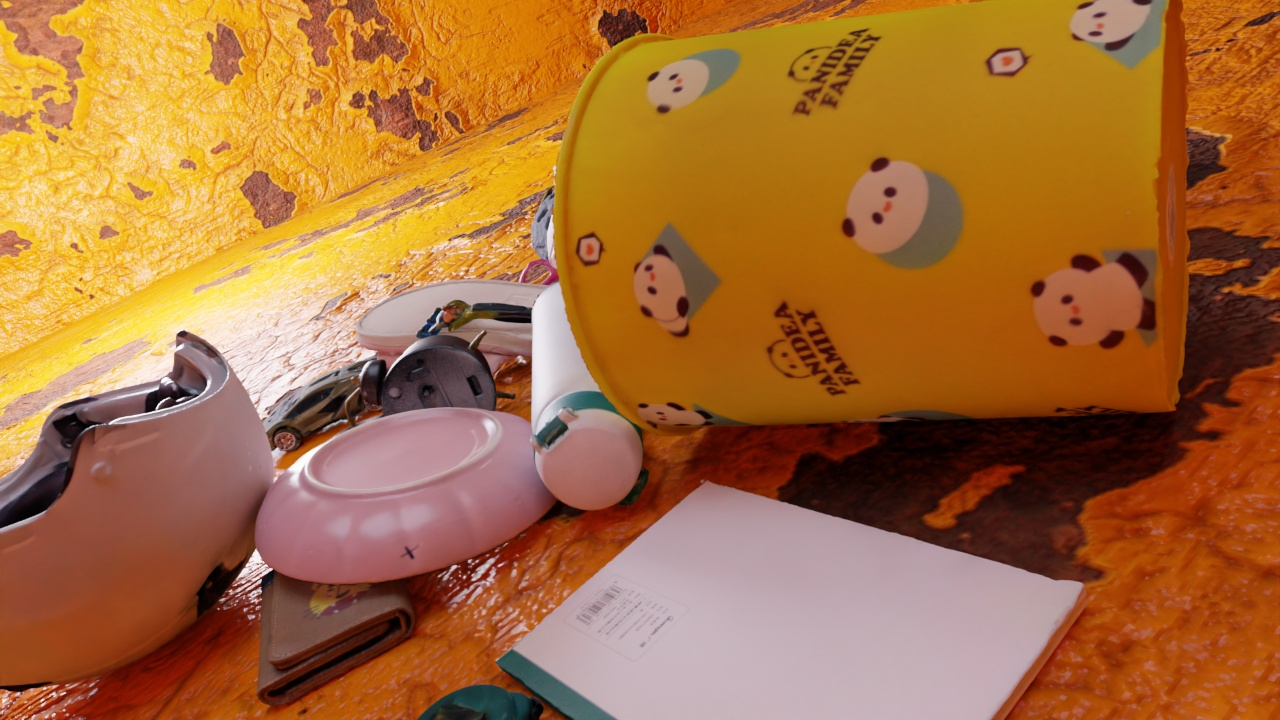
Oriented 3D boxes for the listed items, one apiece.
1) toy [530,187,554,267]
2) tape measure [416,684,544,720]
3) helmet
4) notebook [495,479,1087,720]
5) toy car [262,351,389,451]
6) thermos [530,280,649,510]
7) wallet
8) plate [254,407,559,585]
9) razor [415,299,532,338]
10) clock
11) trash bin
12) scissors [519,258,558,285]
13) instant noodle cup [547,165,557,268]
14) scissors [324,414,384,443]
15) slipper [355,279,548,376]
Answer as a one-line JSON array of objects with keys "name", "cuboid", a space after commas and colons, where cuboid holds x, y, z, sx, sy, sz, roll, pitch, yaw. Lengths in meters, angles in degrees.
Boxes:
[{"name": "toy", "cuboid": [-0.038, -0.140, 0.934, 0.138, 0.091, 0.355, -5, 28, 10]}, {"name": "tape measure", "cuboid": [-0.073, 0.159, 0.379, 0.055, 0.025, 0.058, -5, 27, 34]}, {"name": "helmet", "cuboid": [-0.344, 0.113, 0.585, 0.258, 0.146, 0.229, -34, 22, -3]}, {"name": "notebook", "cuboid": [0.048, 0.114, 0.381, 0.150, 0.012, 0.209, -36, 26, -29]}, {"name": "toy car", "cuboid": [-0.285, 0.038, 0.836, 0.158, 0.042, 0.070, -28, 22, -5]}, {"name": "thermos", "cuboid": [-0.036, 0.016, 0.593, 0.073, 0.073, 0.224, -21, 25, 4]}, {"name": "wallet", "cuboid": [-0.176, 0.136, 0.524, 0.090, 0.033, 0.115, -26, 26, -10]}, {"name": "plate", "cuboid": [-0.142, 0.070, 0.568, 0.192, 0.039, 0.192, -7, 19, 2]}, {"name": "razor", "cuboid": [-0.112, -0.036, 0.738, 0.143, 0.022, 0.042, 1, 37, 18]}, {"name": "clock", "cuboid": [-0.160, 0.027, 0.685, 0.122, 0.082, 0.055, -22, 18, -1]}, {"name": "trash bin", "cuboid": [0.125, -0.070, 0.464, 0.256, 0.230, 0.228, 0, 31, 34]}, {"name": "scissors", "cuboid": [-0.126, -0.045, 0.857, 0.135, 0.064, 0.017, -27, 9, 12]}, {"name": "instant noodle cup", "cuboid": [0.003, -0.074, 0.679, 0.060, 0.173, 0.138, -60, 16, 16]}, {"name": "scissors", "cuboid": [-0.201, 0.037, 0.790, 0.143, 0.014, 0.172, -16, 23, 14]}, {"name": "slipper", "cuboid": [-0.127, -0.022, 0.795, 0.275, 0.054, 0.113, 2, 35, 25]}]
